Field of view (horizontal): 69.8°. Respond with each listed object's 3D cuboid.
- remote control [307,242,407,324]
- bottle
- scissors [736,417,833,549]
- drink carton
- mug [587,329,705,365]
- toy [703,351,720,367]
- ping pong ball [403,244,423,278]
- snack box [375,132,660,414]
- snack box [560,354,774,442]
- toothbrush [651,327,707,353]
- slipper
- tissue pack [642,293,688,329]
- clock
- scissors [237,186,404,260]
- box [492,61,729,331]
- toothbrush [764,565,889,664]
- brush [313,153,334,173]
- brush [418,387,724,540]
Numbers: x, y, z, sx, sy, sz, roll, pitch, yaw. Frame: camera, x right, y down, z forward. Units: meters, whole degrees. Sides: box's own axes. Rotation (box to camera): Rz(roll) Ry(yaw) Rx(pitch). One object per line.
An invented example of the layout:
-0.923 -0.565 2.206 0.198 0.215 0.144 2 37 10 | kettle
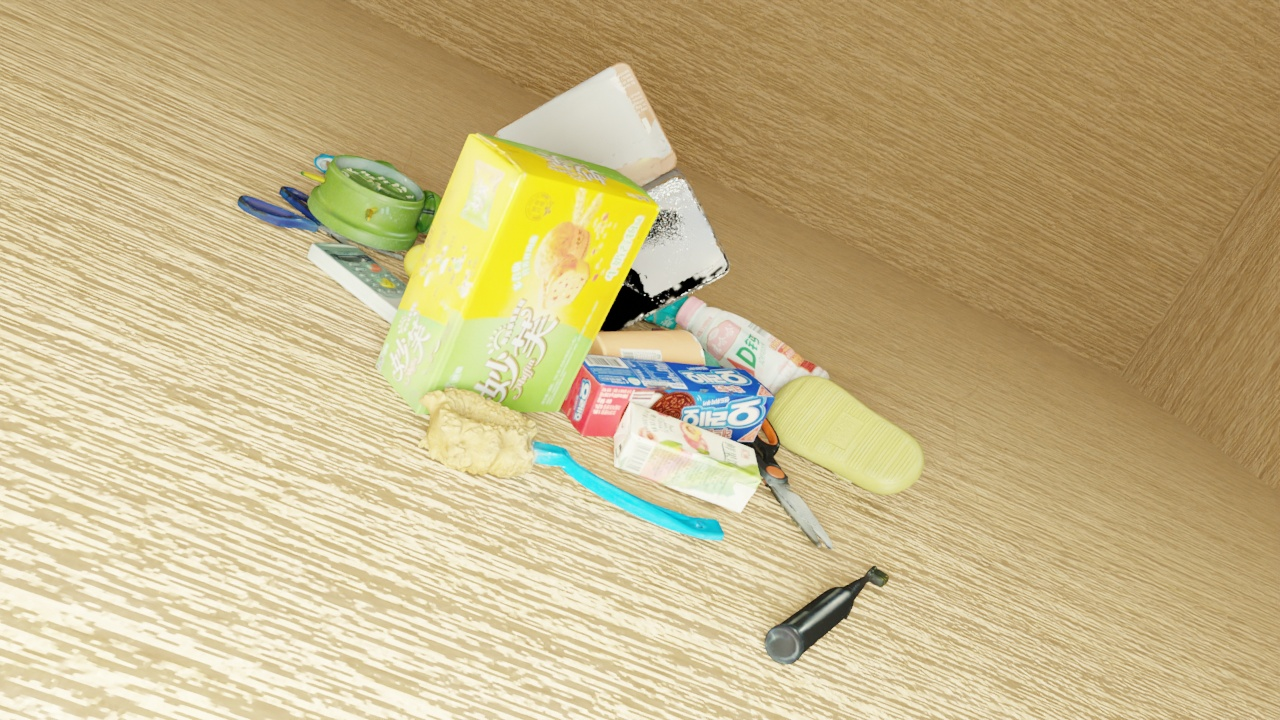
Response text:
-0.247 -0.071 0.855 0.135 0.019 0.056 35 20 23 | remote control
0.132 -0.009 1.119 0.197 0.068 0.068 35 20 13 | bottle
0.107 0.106 0.879 0.148 0.022 0.234 17 24 -6 | scissors
0.039 0.085 0.786 0.122 0.046 0.053 22 24 -13 | drink carton
-0.005 0.005 0.906 0.122 0.078 0.078 3 30 -41 | mug
0.065 -0.003 1.091 0.092 0.030 0.096 40 11 31 | toy
-0.220 -0.098 0.933 0.040 0.040 0.040 24 19 -9 | ping pong ball
-0.096 -0.059 0.728 0.157 0.210 0.070 2 32 -50 | snack box
0.029 0.036 0.855 0.207 0.058 0.057 5 27 -35 | snack box
0.098 -0.003 1.160 0.187 0.016 0.017 22 9 -14 | toothbrush
0.219 0.092 0.989 0.190 0.091 0.082 33 -20 41 | slipper
-0.003 -0.095 1.196 0.133 0.050 0.093 39 13 31 | tissue pack
-0.278 -0.172 0.984 0.116 0.056 0.161 35 22 12 | clock
-0.329 -0.138 0.940 0.174 0.012 0.162 11 25 -44 | scissors
-0.032 -0.180 1.036 0.260 0.177 0.082 61 8 -17 | box
0.149 0.186 0.697 0.027 0.026 0.212 23 13 29 | toothbrush
-0.249 -0.176 1.099 0.314 0.060 0.109 21 13 -10 | brush
-0.049 0.086 0.687 0.254 0.046 0.083 25 14 -17 | brush
